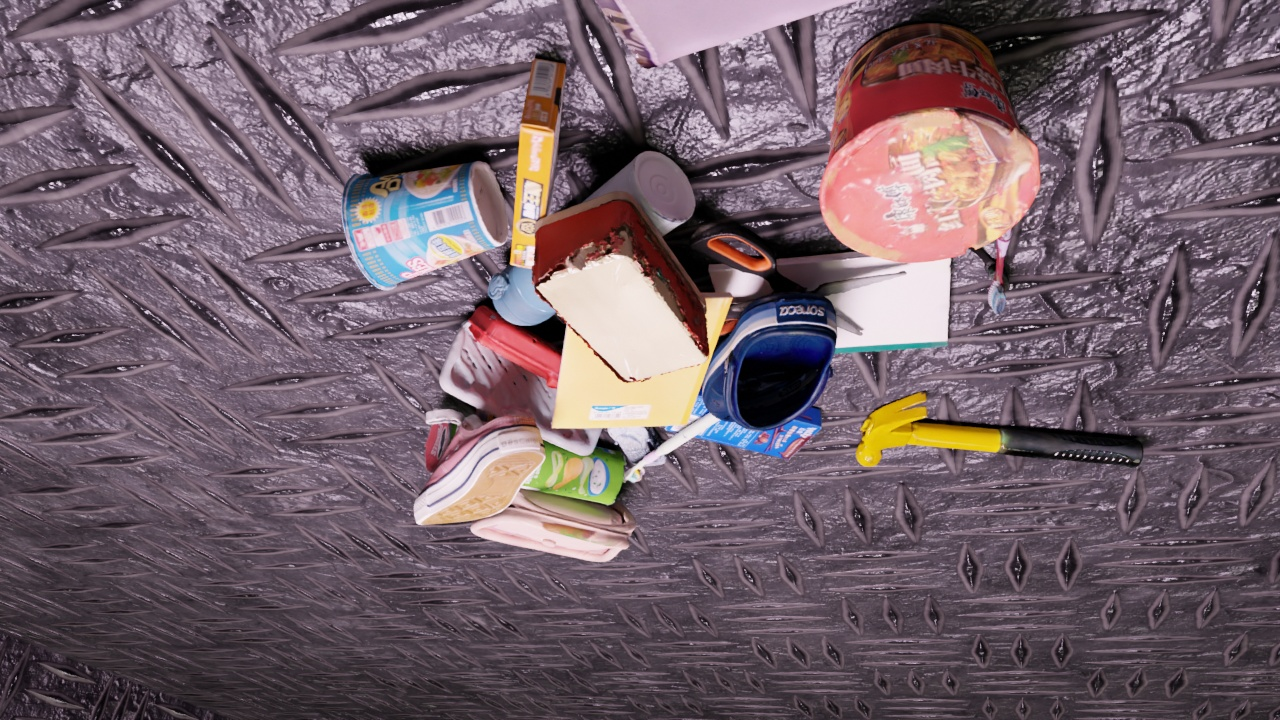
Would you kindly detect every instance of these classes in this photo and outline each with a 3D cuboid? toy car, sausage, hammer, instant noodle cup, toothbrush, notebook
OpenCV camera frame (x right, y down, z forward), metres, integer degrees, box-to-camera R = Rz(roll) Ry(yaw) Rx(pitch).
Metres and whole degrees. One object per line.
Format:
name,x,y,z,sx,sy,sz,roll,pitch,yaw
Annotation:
toy car,-0.003,0.097,1.096,0.049,0.031,0.105,-10,141,20
sausage,-0.189,0.075,1.102,0.021,0.021,0.166,11,146,-7
hammer,0.397,0.089,1.015,0.301,0.032,0.129,5,148,2
instant noodle cup,-0.172,-0.117,0.756,0.110,0.099,0.099,-11,143,13
toothbrush,0.260,-0.110,0.756,0.014,0.016,0.189,-27,133,34
notebook,-0.005,0.005,0.874,0.145,0.010,0.207,-1,143,-11
instant noodle cup,0.189,-0.150,0.624,0.138,0.108,0.138,4,146,3
notebook,0.181,-0.049,0.862,0.209,0.012,0.150,-3,147,16
toothbrush,0.040,0.096,1.046,0.029,0.020,0.190,-14,161,-42
toothbrush,0.294,-0.105,0.739,0.016,0.017,0.188,-5,138,10

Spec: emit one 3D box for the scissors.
scissors,0.116,-0.065,0.823,0.234,0.021,0.221,-13,148,29

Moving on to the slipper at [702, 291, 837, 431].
slipper,0.124,0.017,0.857,0.105,0.095,0.253,5,159,-6

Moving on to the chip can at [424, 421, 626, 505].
chip can,-0.132,0.119,1.087,0.235,0.072,0.072,16,146,-29

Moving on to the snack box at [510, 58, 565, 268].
snack box,-0.079,-0.146,0.705,0.026,0.075,0.154,9,146,-5

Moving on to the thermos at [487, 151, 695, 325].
thermos,-0.050,-0.095,0.786,0.070,0.070,0.221,29,140,-30

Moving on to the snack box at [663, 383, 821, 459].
snack box,0.114,0.067,1.034,0.157,0.026,0.085,14,145,-11

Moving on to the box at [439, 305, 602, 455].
box,-0.105,0.032,0.950,0.201,0.100,0.095,30,-178,-32

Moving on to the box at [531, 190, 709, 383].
box,-0.009,-0.045,0.722,0.091,0.077,0.168,-16,145,20

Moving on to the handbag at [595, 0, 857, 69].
handbag,0.063,-0.254,0.501,0.197,0.098,0.145,-12,141,24

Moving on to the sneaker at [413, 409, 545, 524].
sneaker,-0.173,0.103,0.956,0.118,0.087,0.242,2,151,-33

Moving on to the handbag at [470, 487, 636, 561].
handbag,-0.096,0.199,1.139,0.193,0.093,0.235,17,169,-18
